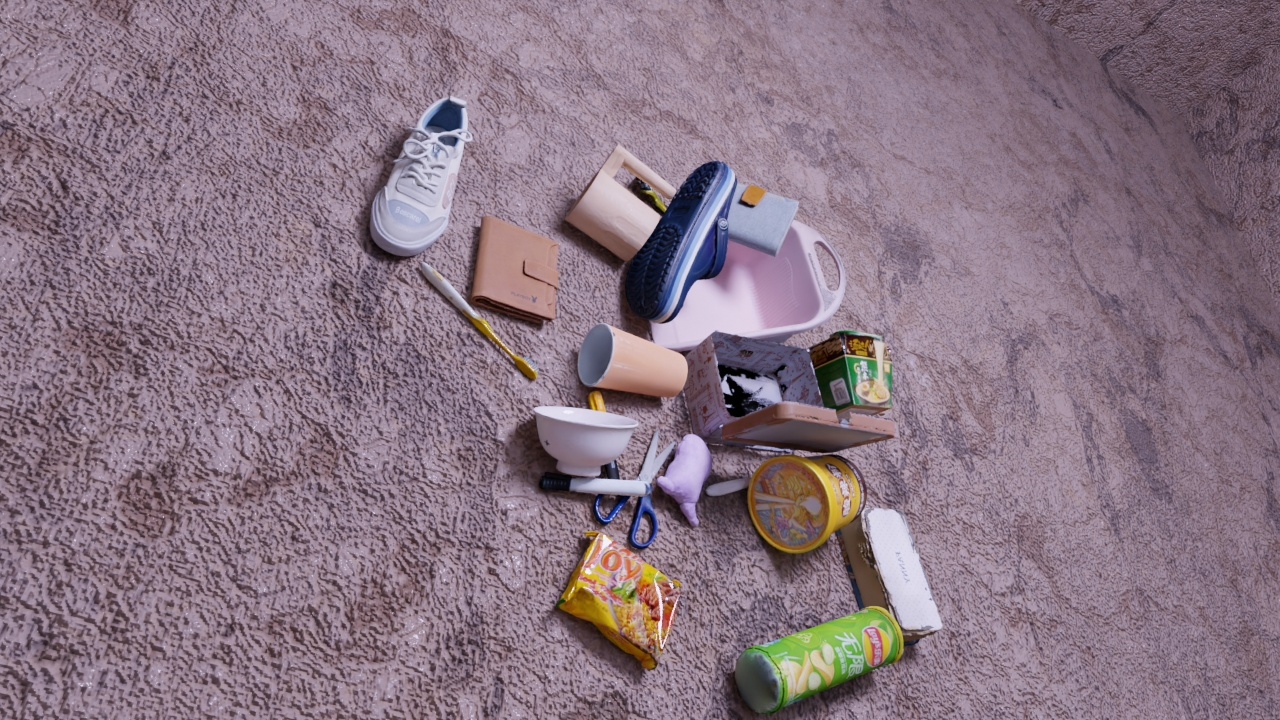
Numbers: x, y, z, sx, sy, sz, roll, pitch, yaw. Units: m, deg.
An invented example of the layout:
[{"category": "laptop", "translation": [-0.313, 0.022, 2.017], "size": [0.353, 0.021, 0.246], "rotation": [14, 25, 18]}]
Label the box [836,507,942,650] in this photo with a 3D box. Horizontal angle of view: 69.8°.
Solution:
[{"category": "box", "translation": [0.320, 0.282, 1.179], "size": [0.089, 0.059, 0.184], "rotation": [9, 56, -30]}]

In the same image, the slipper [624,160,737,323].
[{"category": "slipper", "translation": [0.066, -0.152, 1.242], "size": [0.095, 0.105, 0.252], "rotation": [35, 70, -27]}]

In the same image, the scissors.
[{"category": "scissors", "translation": [-0.006, 0.141, 1.076], "size": [0.140, 0.012, 0.170], "rotation": [13, 50, -29]}]

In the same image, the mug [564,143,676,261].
[{"category": "mug", "translation": [-0.026, -0.212, 1.245], "size": [0.103, 0.125, 0.084], "rotation": [35, 6, -12]}]

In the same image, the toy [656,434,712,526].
[{"category": "toy", "translation": [0.060, 0.137, 1.106], "size": [0.084, 0.039, 0.107], "rotation": [55, 36, -23]}]

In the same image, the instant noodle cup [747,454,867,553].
[{"category": "instant noodle cup", "translation": [0.214, 0.171, 1.145], "size": [0.114, 0.119, 0.118], "rotation": [-5, 62, -47]}]

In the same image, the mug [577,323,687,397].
[{"category": "mug", "translation": [-0.007, 0.007, 1.132], "size": [0.122, 0.078, 0.078], "rotation": [16, 51, -34]}]

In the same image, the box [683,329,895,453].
[{"category": "box", "translation": [0.177, 0.032, 1.166], "size": [0.180, 0.227, 0.156], "rotation": [10, 70, -28]}]

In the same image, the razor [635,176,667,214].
[{"category": "razor", "translation": [0.044, -0.224, 1.373], "size": [0.142, 0.022, 0.042], "rotation": [41, 0, -8]}]

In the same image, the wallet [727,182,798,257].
[{"category": "wallet", "translation": [0.152, -0.212, 1.314], "size": [0.130, 0.037, 0.106], "rotation": [21, 59, 11]}]

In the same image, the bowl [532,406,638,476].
[{"category": "bowl", "translation": [-0.064, 0.092, 1.019], "size": [0.118, 0.118, 0.065], "rotation": [5, 94, -34]}]

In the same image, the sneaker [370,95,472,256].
[{"category": "sneaker", "translation": [-0.254, -0.230, 1.108], "size": [0.089, 0.091, 0.241], "rotation": [24, 48, -19]}]

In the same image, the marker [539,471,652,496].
[{"category": "marker", "translation": [-0.048, 0.139, 1.024], "size": [0.130, 0.023, 0.018], "rotation": [6, 34, -20]}]

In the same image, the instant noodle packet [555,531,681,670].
[{"category": "instant noodle packet", "translation": [-0.020, 0.246, 0.966], "size": [0.128, 0.044, 0.110], "rotation": [36, 41, -9]}]

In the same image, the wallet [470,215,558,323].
[{"category": "wallet", "translation": [-0.154, -0.111, 1.140], "size": [0.107, 0.031, 0.131], "rotation": [18, 51, -23]}]

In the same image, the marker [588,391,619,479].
[{"category": "marker", "translation": [-0.042, 0.088, 1.077], "size": [0.018, 0.015, 0.123], "rotation": [7, 51, -29]}]

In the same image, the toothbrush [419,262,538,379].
[{"category": "toothbrush", "translation": [-0.188, -0.048, 1.078], "size": [0.191, 0.016, 0.018], "rotation": [45, 33, -1]}]

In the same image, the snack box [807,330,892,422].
[{"category": "snack box", "translation": [0.294, 0.029, 1.312], "size": [0.117, 0.118, 0.105], "rotation": [7, 66, -33]}]

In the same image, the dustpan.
[{"category": "dustpan", "translation": [0.140, -0.124, 1.284], "size": [0.273, 0.139, 0.222], "rotation": [8, 55, -32]}]

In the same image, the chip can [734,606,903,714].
[{"category": "chip can", "translation": [0.204, 0.337, 1.041], "size": [0.220, 0.073, 0.072], "rotation": [-4, 62, -38]}]

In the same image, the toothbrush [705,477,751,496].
[{"category": "toothbrush", "translation": [0.152, 0.155, 1.179], "size": [0.179, 0.016, 0.016], "rotation": [-6, 61, -36]}]
